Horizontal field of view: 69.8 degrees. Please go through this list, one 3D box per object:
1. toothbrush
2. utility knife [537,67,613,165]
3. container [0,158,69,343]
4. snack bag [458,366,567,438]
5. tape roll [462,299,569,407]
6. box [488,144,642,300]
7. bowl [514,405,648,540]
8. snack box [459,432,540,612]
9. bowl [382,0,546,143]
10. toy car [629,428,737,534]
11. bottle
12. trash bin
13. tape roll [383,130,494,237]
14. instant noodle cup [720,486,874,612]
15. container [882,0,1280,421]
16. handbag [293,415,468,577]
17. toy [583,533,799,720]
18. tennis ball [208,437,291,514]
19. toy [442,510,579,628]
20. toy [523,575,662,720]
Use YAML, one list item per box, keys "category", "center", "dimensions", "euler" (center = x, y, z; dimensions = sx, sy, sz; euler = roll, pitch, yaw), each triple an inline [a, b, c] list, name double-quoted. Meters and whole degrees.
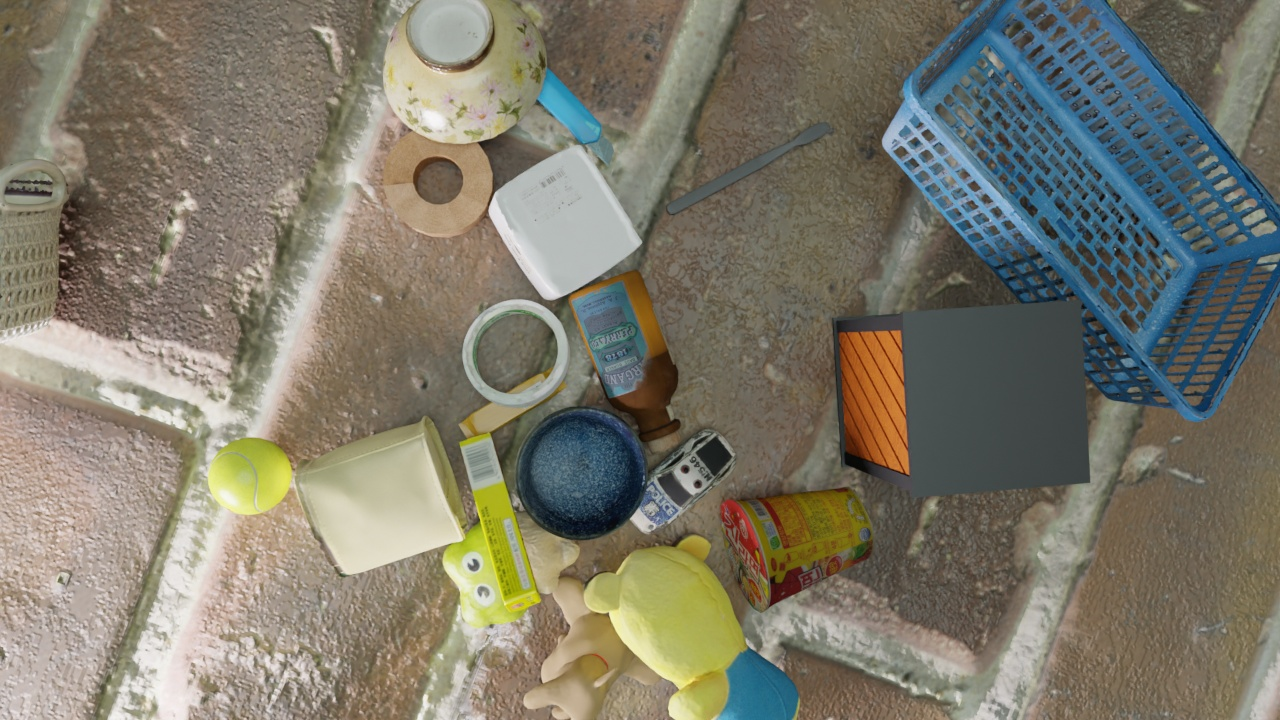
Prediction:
- category: "toothbrush"
  center: [0.098, -0.175, 0.837]
  dimensions: [0.167, 0.013, 0.013]
  euler: [-28, 94, -3]
- category: "utility knife"
  center: [-0.085, -0.240, 0.814]
  dimensions: [0.031, 0.015, 0.175]
  euler: [-44, 89, 0]
- category: "container"
  center: [-0.580, -0.086, 0.700]
  dimensions: [0.251, 0.184, 0.143]
  euler: [1, 103, -4]
- category: "snack bag"
  center: [-0.114, 0.040, 0.818]
  dimensions: [0.099, 0.020, 0.026]
  euler: [-32, 88, -4]
- category: "tape roll"
  center: [-0.109, -0.006, 0.806]
  dimensions: [0.094, 0.018, 0.093]
  euler: [-1, 77, 2]
- category: "box"
  center: [-0.071, -0.118, 0.812]
  dimensions: [0.102, 0.095, 0.107]
  euler: [-35, 99, -15]
- category: "bowl"
  center: [-0.052, 0.096, 0.806]
  dimensions: [0.114, 0.061, 0.114]
  euler: [0, 90, -5]
- category: "snack box"
  center: [-0.120, 0.136, 0.780]
  dimensions: [0.029, 0.040, 0.148]
  euler: [-17, 66, -9]
- category: "bowl"
  center: [-0.154, -0.262, 0.769]
  dimensions: [0.145, 0.063, 0.145]
  euler: [0, 77, 2]
- category: "toy car"
  center: [0.036, 0.109, 0.824]
  dimensions: [0.113, 0.040, 0.048]
  euler: [-40, 93, -2]
- category: "bottle"
  center: [-0.005, 0.005, 0.804]
  dimensions: [0.068, 0.068, 0.157]
  euler: [-21, 93, -5]
- category: "trash bin"
  center: [0.260, 0.027, 0.776]
  dimensions: [0.139, 0.172, 0.139]
  euler: [-4, 92, -5]
- category: "tape roll"
  center: [-0.176, -0.156, 0.804]
  dimensions: [0.094, 0.027, 0.094]
  euler: [0, 91, -5]
- category: "instant noodle cup"
  center: [0.142, 0.159, 0.812]
  dimensions: [0.112, 0.100, 0.100]
  euler: [-12, 92, -13]
- category: "container"
  center: [0.382, -0.147, 0.792]
  dimensions: [0.362, 0.089, 0.256]
  euler: [47, 64, -5]
- category: "handbag"
  center: [-0.220, 0.118, 0.785]
  dimensions: [0.119, 0.081, 0.111]
  euler: [-19, 100, -6]
- category: "toy"
  center: [0.056, 0.246, 0.783]
  dimensions: [0.084, 0.148, 0.214]
  euler: [-33, 87, 26]
- category: "tennis ball"
  center: [-0.330, 0.098, 0.777]
  dimensions: [0.065, 0.065, 0.065]
  euler: [0, 91, -5]
- category: "toy"
  center: [-0.110, 0.179, 0.810]
  dimensions: [0.117, 0.043, 0.092]
  euler: [-22, 83, -8]
- category: "toy"
  center: [-0.047, 0.268, 0.792]
  dimensions: [0.134, 0.108, 0.106]
  euler: [45, 108, -5]
